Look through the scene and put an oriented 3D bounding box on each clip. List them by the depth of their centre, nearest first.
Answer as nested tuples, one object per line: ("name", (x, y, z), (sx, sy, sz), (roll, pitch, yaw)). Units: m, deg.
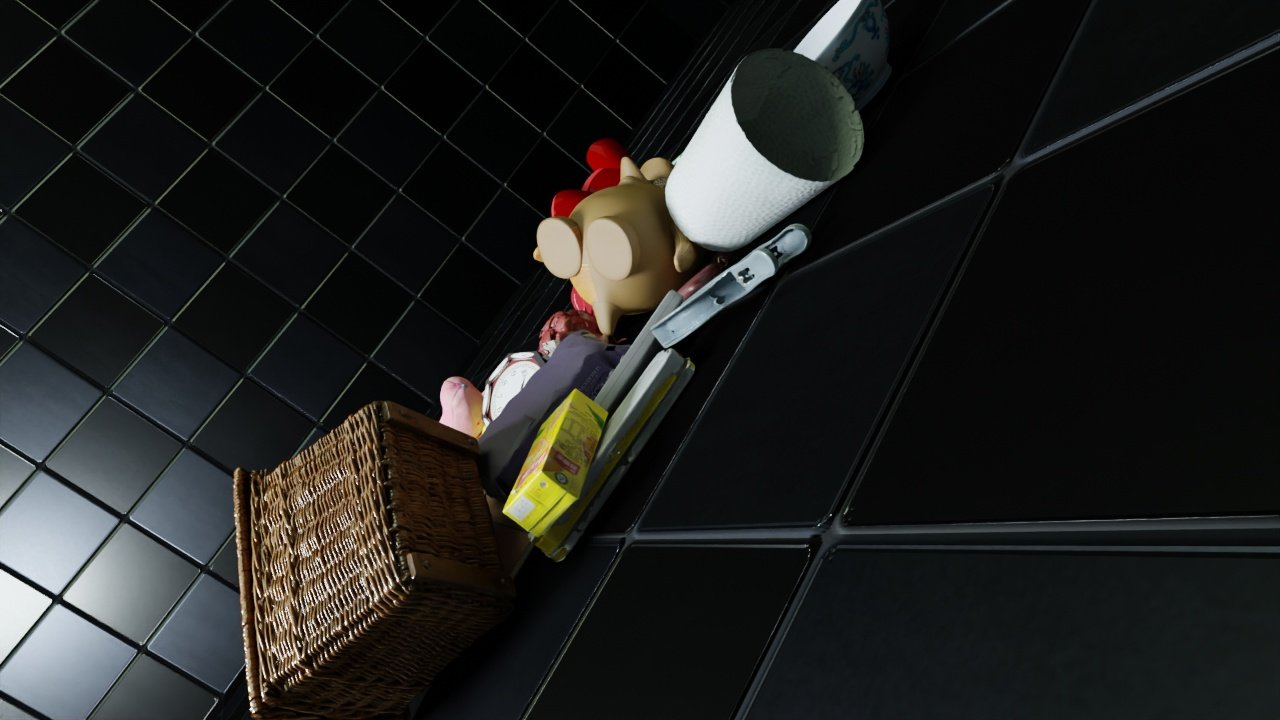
("clip", (0.087, -0.073, 0.803), (0.167, 0.028, 0.127), (-33, 5, 45))

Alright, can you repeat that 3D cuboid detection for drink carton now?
("drink carton", (-0.070, 0.083, 0.777), (0.059, 0.043, 0.134), (-47, 12, 26))

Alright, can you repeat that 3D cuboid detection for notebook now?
("notebook", (-0.146, 0.166, 0.915), (0.142, 0.008, 0.208), (3, 53, 48))

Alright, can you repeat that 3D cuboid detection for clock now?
("clock", (-0.105, 0.041, 1.039), (0.155, 0.065, 0.114), (-29, 61, 28))

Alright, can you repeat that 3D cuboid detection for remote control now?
("remote control", (-0.005, 0.005, 0.882), (0.151, 0.019, 0.074), (-56, -12, -14))

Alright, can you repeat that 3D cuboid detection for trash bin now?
("trash bin", (0.103, -0.183, 0.849), (0.133, 0.133, 0.162), (-60, 10, -30))

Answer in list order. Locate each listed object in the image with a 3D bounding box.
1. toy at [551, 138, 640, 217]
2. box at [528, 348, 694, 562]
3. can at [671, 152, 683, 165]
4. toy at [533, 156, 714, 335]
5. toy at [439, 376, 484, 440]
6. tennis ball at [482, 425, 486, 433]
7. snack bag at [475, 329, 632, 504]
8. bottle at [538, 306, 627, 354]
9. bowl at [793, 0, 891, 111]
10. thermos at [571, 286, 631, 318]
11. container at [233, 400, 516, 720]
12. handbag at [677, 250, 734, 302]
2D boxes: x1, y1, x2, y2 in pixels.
("toy", (-0.039, -0.198, 1.313), (0.158, 0.121, 0.197), (-60, -28, -24))
("box", (-0.026, 0.078, 0.798), (0.209, 0.033, 0.064), (-54, 10, -11))
("can", (0.070, -0.207, 1.105), (0.087, 0.088, 0.140), (-59, 14, -27))
("toy", (0.007, -0.138, 0.984), (0.199, 0.163, 0.202), (7, 28, 39))
("toy", (-0.229, 0.098, 1.230), (0.237, 0.097, 0.191), (95, -167, -54))
("tennis ball", (-0.169, 0.096, 1.173), (0.065, 0.065, 0.065), (-49, 13, 15))
("snack bag", (-0.092, 0.054, 0.925), (0.096, 0.058, 0.205), (13, 62, 53))
("bottle", (-0.078, -0.018, 1.129), (0.098, 0.099, 0.111), (-58, 4, -24))
("bowl", (0.197, -0.287, 0.902), (0.144, 0.074, 0.143), (-49, 13, 15))
("thermos", (-0.028, -0.089, 1.164), (0.073, 0.073, 0.240), (-55, 14, -10))
("container", (-0.233, 0.169, 0.820), (0.183, 0.162, 0.249), (-39, 50, 17))
("handbag", (0.077, -0.098, 0.935), (0.119, 0.029, 0.055), (-54, 10, -31))
